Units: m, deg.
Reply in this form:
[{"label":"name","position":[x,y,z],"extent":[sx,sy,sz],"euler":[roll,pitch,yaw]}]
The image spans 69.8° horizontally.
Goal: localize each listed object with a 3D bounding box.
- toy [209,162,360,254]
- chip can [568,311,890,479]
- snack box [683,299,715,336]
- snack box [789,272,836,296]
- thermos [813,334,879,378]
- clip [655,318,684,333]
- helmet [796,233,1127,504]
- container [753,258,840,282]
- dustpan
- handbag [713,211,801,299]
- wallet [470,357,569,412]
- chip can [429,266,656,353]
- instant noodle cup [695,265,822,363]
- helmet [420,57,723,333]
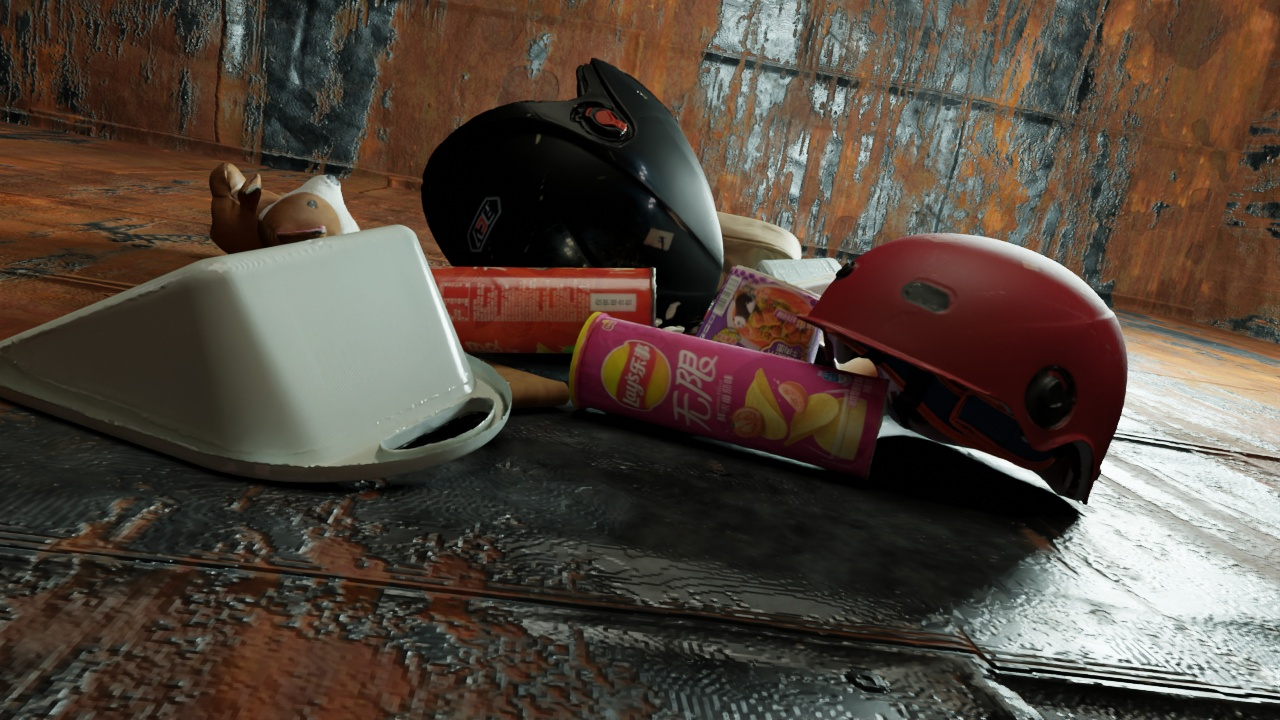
[{"label":"toy","position":[-0.367,-0.144,0.982],"extent":[0.200,0.130,0.140],"euler":[28,3,33]},{"label":"chip can","position":[0.060,0.023,0.634],"extent":[0.211,0.071,0.071],"euler":[14,12,15]},{"label":"snack box","position":[0.040,-0.046,1.008],"extent":[0.113,0.044,0.127],"euler":[9,12,-8]},{"label":"snack box","position":[0.182,-0.042,0.936],"extent":[0.156,0.085,0.027],"euler":[-13,23,-32]},{"label":"thermos","position":[0.175,-0.006,0.844],"extent":[0.093,0.093,0.143],"euler":[16,21,28]},{"label":"clip","position":[-0.003,0.010,0.770],"extent":[0.035,0.092,0.103],"euler":[21,51,37]},{"label":"helmet","position":[0.239,-0.020,0.657],"extent":[0.240,0.144,0.207],"euler":[33,-2,-31]},{"label":"container","position":[0.169,-0.057,1.013],"extent":[0.111,0.090,0.090],"euler":[-2,51,-34]},{"label":"dustpan","position":[-0.216,0.012,0.546],"extent":[0.258,0.142,0.222],"euler":[-16,7,29]},{"label":"handbag","position":[0.088,-0.102,1.107],"extent":[0.204,0.148,0.099],"euler":[10,41,2]},{"label":"wallet","position":[-0.124,0.014,0.653],"extent":[0.101,0.020,0.115],"euler":[-1,14,-46]},{"label":"chip can","position":[-0.096,-0.040,0.715],"extent":[0.216,0.073,0.073],"euler":[0,12,-1]},{"label":"instant noodle cup","position":[0.097,-0.017,0.742],"extent":[0.111,0.099,0.111],"euler":[23,5,-2]},{"label":"helmet","position":[-0.054,-0.123,0.840],"extent":[0.274,0.234,0.230],"euler":[0,50,-41]}]
